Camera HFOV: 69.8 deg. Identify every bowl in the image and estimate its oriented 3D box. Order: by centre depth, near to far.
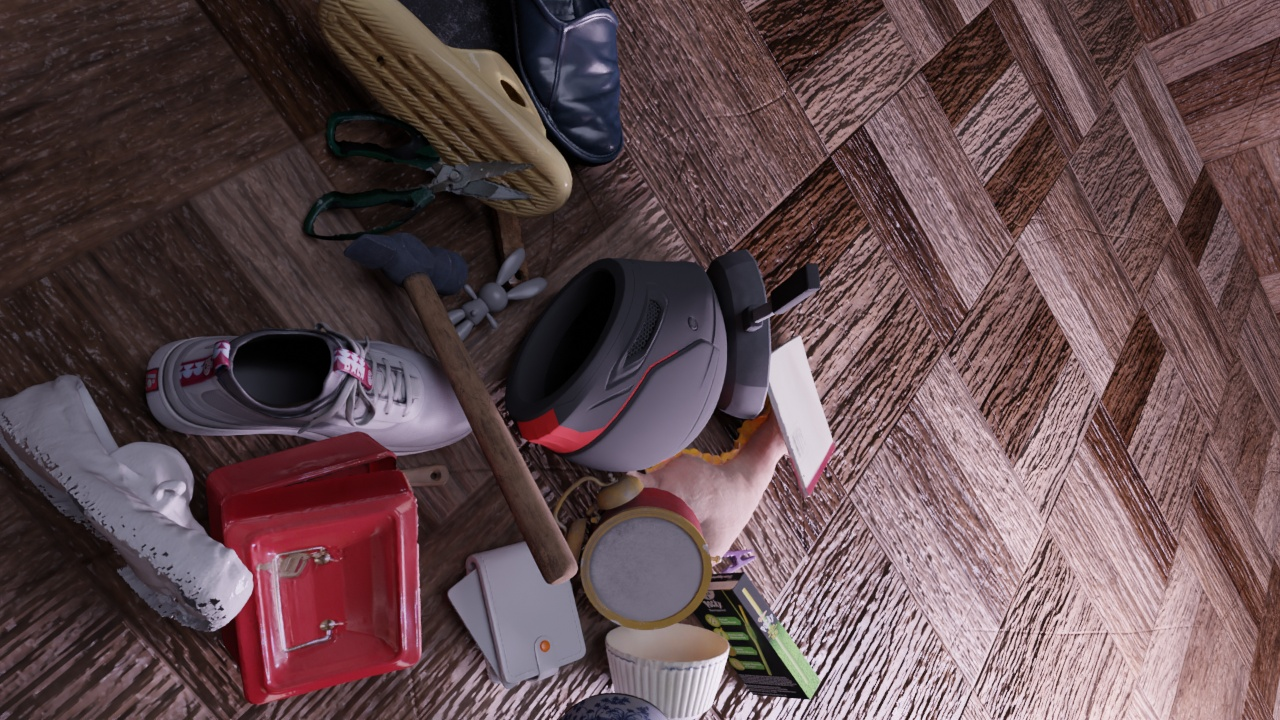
[{"bbox_3d":[-0.024,0.348,0.786,0.114,0.045,0.114,0,103,-2],"label":"bowl"},{"bbox_3d":[0.023,0.289,0.849,0.115,0.115,0.062,2,91,-39],"label":"bowl"}]

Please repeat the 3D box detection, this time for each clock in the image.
[{"bbox_3d":[-0.008,0.168,0.855,0.159,0.081,0.117,38,100,-8],"label":"clock"}]

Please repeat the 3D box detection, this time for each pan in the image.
[{"bbox_3d":[0.103,-0.039,0.874,0.041,0.358,0.178,-3,82,-8],"label":"pan"},{"bbox_3d":[-0.150,-0.237,0.898,0.207,0.040,0.357,-6,89,-40],"label":"pan"}]

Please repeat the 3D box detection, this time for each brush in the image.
[{"bbox_3d":[-0.226,0.100,0.756,0.151,0.012,0.039,2,76,-39],"label":"brush"}]

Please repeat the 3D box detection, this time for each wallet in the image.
[{"bbox_3d":[-0.112,0.222,0.800,0.115,0.038,0.118,-7,79,-40],"label":"wallet"}]

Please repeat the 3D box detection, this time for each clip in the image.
[{"bbox_3d":[0.101,0.211,0.994,0.052,0.014,0.042,-39,101,-36],"label":"clip"}]

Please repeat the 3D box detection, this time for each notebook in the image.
[{"bbox_3d":[0.181,0.055,1.035,0.208,0.012,0.153,-24,96,-69],"label":"notebook"}]

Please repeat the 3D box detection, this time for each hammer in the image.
[{"bbox_3d":[-0.133,0.031,0.732,0.321,0.040,0.129,60,18,17],"label":"hammer"}]

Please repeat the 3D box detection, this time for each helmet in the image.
[{"bbox_3d":[-0.005,0.005,0.861,0.170,0.165,0.263,42,47,-29],"label":"helmet"}]

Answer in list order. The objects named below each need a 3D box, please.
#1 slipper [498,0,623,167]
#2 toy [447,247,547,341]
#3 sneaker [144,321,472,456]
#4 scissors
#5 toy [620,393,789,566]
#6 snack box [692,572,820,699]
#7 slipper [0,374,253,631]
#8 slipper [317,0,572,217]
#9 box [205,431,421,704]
[{"bbox_3d":[-0.069,-0.326,0.901,0.108,0.084,0.265,-25,101,-42],"label":"slipper"},{"bbox_3d":[-0.138,-0.058,0.851,0.111,0.030,0.049,-40,105,-22],"label":"toy"},{"bbox_3d":[-0.223,0.018,0.706,0.262,0.129,0.096,9,74,-41],"label":"sneaker"},{"bbox_3d":[-0.191,-0.138,0.775,0.210,0.015,0.142,16,70,11],"label":"scissors"},{"bbox_3d":[0.094,0.100,0.986,0.196,0.065,0.263,55,50,-20],"label":"toy"},{"bbox_3d":[0.111,0.281,0.936,0.025,0.080,0.147,-45,107,-38],"label":"snack box"},{"bbox_3d":[-0.314,0.081,0.559,0.074,0.247,0.112,-48,146,-21],"label":"slipper"},{"bbox_3d":[-0.162,-0.234,0.808,0.261,0.112,0.079,42,49,-18],"label":"slipper"},{"bbox_3d":[-0.232,0.143,0.653,0.134,0.112,0.158,-8,117,-30],"label":"box"}]
